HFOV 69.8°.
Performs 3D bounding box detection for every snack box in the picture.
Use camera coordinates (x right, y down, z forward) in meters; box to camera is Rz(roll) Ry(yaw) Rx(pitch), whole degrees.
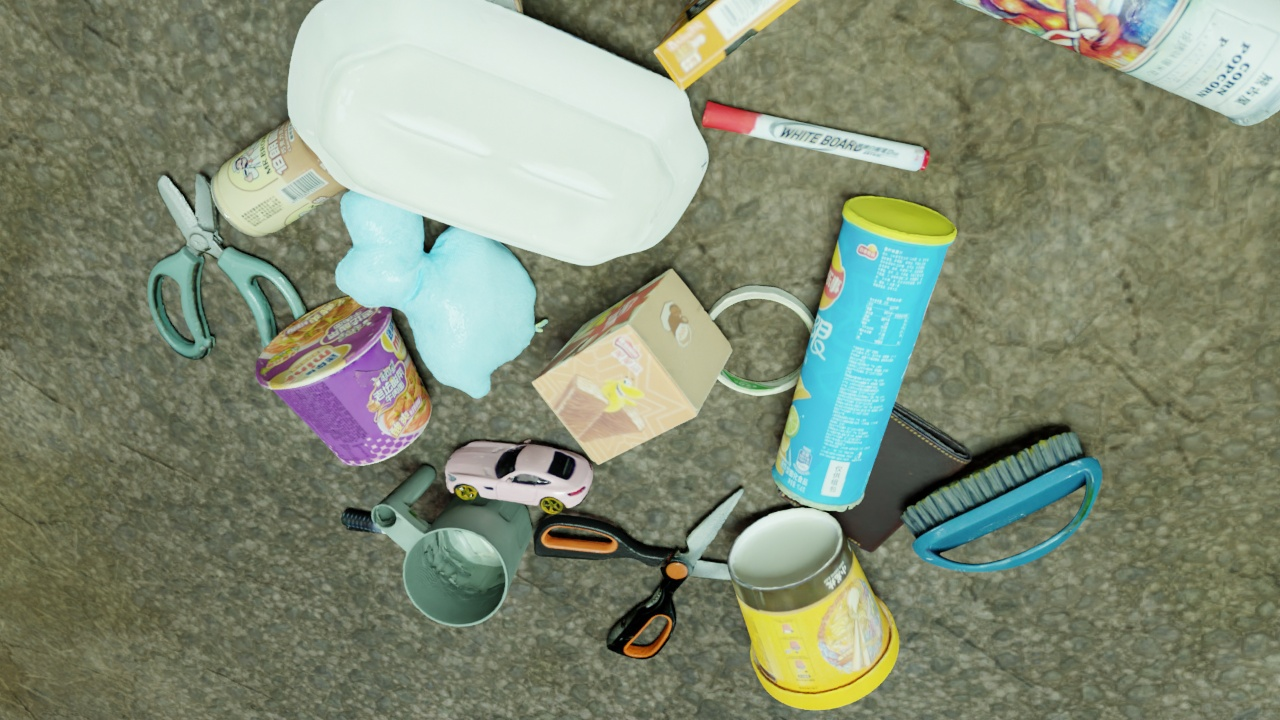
[{"bbox_3d":[-0.004,0.004,0.644,0.095,0.092,0.077,-30,104,34],"label":"snack box"},{"bbox_3d":[0.054,-0.193,0.490,0.075,0.153,0.026,-31,110,25],"label":"snack box"}]

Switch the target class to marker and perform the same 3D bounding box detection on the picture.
[{"bbox_3d":[-0.206,0.154,0.829,0.131,0.018,0.023,11,130,6],"label":"marker"},{"bbox_3d":[0.112,-0.143,0.588,0.145,0.017,0.017,13,122,4],"label":"marker"}]

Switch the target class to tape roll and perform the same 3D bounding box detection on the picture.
[{"bbox_3d":[0.087,-0.014,0.671,0.086,0.013,0.086,5,121,9],"label":"tape roll"}]

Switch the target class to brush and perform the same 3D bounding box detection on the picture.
[{"bbox_3d":[0.266,0.111,0.666,0.144,0.073,0.055,-32,150,17],"label":"brush"}]

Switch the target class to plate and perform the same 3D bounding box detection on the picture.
[{"bbox_3d":[-0.086,-0.133,0.577,0.265,0.034,0.162,18,133,-20],"label":"plate"}]

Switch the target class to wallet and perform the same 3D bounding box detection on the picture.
[{"bbox_3d":[0.178,0.089,0.711,0.096,0.020,0.123,33,122,-3],"label":"wallet"}]

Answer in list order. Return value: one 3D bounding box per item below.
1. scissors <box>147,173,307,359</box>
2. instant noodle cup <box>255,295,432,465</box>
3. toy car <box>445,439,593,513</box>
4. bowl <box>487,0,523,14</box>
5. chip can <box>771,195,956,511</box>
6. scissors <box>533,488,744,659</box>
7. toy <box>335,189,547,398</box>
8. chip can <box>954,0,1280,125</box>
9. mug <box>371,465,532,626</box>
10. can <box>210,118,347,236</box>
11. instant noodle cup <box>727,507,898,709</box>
[{"bbox_3d":[-0.350,-0.063,0.729,0.172,0.019,0.177,-17,117,21],"label":"scissors"},{"bbox_3d":[-0.218,0.019,0.704,0.112,0.111,0.099,-13,126,18],"label":"instant noodle cup"},{"bbox_3d":[-0.099,0.090,0.746,0.122,0.056,0.037,7,125,8],"label":"toy car"},{"bbox_3d":[-0.126,-0.216,0.559,0.113,0.062,0.114,-2,135,-2],"label":"bowl"},{"bbox_3d":[0.147,-0.001,0.626,0.071,0.071,0.211,13,119,4],"label":"chip can"},{"bbox_3d":[0.013,0.181,0.800,0.221,0.021,0.234,22,122,-7],"label":"scissors"},{"bbox_3d":[-0.138,-0.054,0.660,0.156,0.050,0.161,5,98,-18],"label":"toy"},{"bbox_3d":[0.248,-0.201,0.494,0.215,0.071,0.071,23,122,-1],"label":"chip can"},{"bbox_3d":[-0.152,0.142,0.753,0.124,0.103,0.084,43,104,-4],"label":"mug"},{"bbox_3d":[-0.238,-0.135,0.639,0.116,0.058,0.058,-23,113,23],"label":"can"},{"bbox_3d":[0.130,0.189,0.722,0.119,0.118,0.114,-16,115,20],"label":"instant noodle cup"}]
